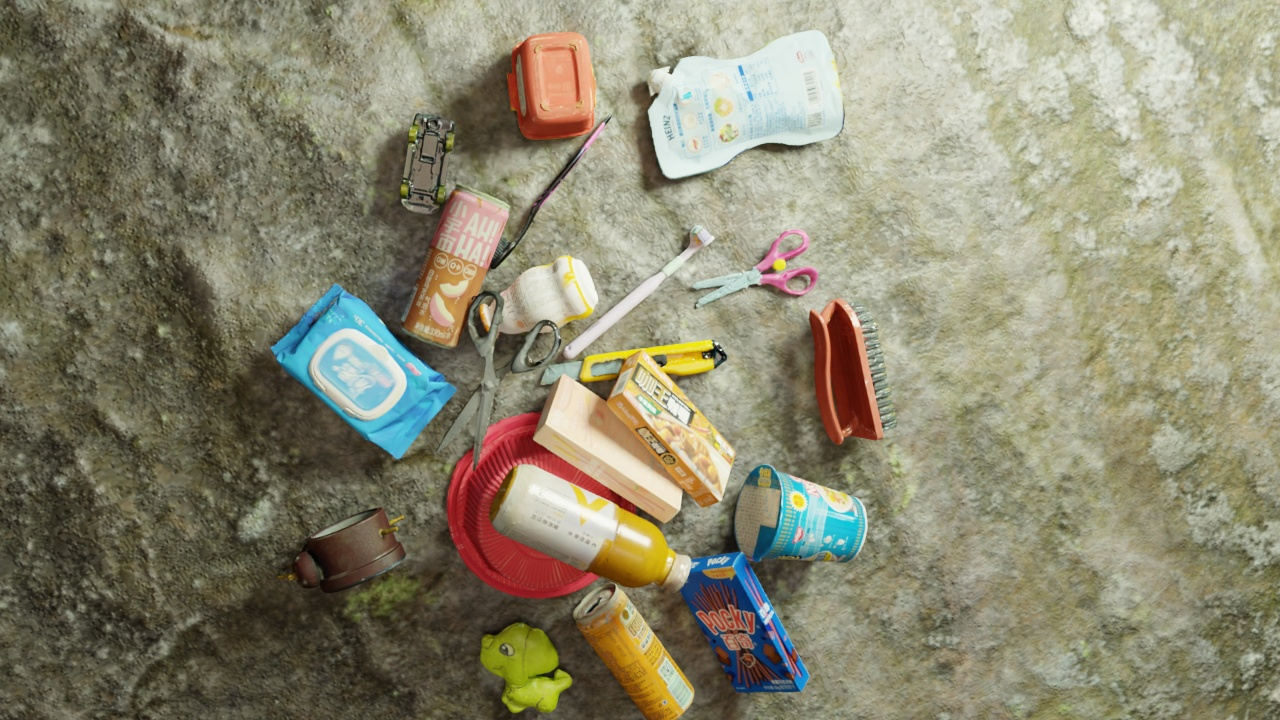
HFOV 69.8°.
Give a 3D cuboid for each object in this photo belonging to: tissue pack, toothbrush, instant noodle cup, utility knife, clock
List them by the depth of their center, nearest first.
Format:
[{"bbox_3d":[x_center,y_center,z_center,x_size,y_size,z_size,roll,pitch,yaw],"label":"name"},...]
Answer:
[{"bbox_3d":[-0.258,0.012,0.862,0.157,0.052,0.095,44,89,-12],"label":"tissue pack"},{"bbox_3d":[-0.281,0.183,0.865,0.122,0.082,0.055,-21,95,-7],"label":"clock"},{"bbox_3d":[-0.089,-0.166,0.888,0.018,0.014,0.189,38,89,0],"label":"toothbrush"},{"bbox_3d":[-0.095,0.150,0.901,0.193,0.066,0.194,-1,97,-8],"label":"instant noodle cup"},{"bbox_3d":[-0.004,-0.066,0.912,0.189,0.029,0.021,-41,139,-1],"label":"toothbrush"},{"bbox_3d":[-0.005,0.005,0.922,0.193,0.015,0.033,-8,96,-8],"label":"utility knife"},{"bbox_3d":[0.166,0.164,0.937,0.110,0.099,0.099,13,95,-20],"label":"instant noodle cup"}]

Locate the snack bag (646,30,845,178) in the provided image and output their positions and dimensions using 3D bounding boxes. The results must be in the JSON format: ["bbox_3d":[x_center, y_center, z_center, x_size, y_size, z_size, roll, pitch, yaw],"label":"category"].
[{"bbox_3d":[0.100,-0.251,0.897,0.191,0.039,0.110,-15,105,-6],"label":"snack bag"}]

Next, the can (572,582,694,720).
[{"bbox_3d":[-0.006,0.301,0.938,0.058,0.058,0.146,-35,101,-4],"label":"can"}]

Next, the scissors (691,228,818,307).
[{"bbox_3d":[0.118,-0.077,0.935,0.137,0.017,0.077,-28,109,-1],"label":"scissors"}]

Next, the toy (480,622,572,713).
[{"bbox_3d":[-0.116,0.312,0.935,0.096,0.031,0.100,5,101,-10],"label":"toy"}]

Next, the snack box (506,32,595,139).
[{"bbox_3d":[-0.080,-0.254,0.844,0.082,0.080,0.091,-7,98,-8],"label":"snack box"}]

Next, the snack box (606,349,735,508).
[{"bbox_3d":[0.032,0.067,0.898,0.026,0.075,0.154,-28,113,34],"label":"snack box"}]

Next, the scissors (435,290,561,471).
[{"bbox_3d":[-0.138,0.017,0.858,0.171,0.014,0.159,-17,94,15],"label":"scissors"}]

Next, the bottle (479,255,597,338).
[{"bbox_3d":[-0.098,-0.056,0.876,0.108,0.063,0.063,-21,100,7],"label":"bottle"}]

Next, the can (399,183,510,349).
[{"bbox_3d":[-0.174,-0.087,0.861,0.058,0.058,0.147,22,93,-12],"label":"can"}]

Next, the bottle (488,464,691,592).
[{"bbox_3d":[-0.043,0.160,0.842,0.189,0.068,0.068,27,92,-12],"label":"bottle"}]

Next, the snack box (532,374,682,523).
[{"bbox_3d":[-0.026,0.085,0.893,0.157,0.084,0.026,34,122,-13],"label":"snack box"}]

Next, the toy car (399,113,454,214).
[{"bbox_3d":[-0.198,-0.182,0.856,0.042,0.035,0.090,10,96,-9],"label":"toy car"}]

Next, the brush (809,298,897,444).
[{"bbox_3d":[0.210,0.009,0.934,0.069,0.063,0.146,-15,98,-21],"label":"brush"}]

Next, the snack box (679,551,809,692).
[{"bbox_3d":[0.102,0.272,0.942,0.026,0.085,0.157,-40,105,-47],"label":"snack box"}]
